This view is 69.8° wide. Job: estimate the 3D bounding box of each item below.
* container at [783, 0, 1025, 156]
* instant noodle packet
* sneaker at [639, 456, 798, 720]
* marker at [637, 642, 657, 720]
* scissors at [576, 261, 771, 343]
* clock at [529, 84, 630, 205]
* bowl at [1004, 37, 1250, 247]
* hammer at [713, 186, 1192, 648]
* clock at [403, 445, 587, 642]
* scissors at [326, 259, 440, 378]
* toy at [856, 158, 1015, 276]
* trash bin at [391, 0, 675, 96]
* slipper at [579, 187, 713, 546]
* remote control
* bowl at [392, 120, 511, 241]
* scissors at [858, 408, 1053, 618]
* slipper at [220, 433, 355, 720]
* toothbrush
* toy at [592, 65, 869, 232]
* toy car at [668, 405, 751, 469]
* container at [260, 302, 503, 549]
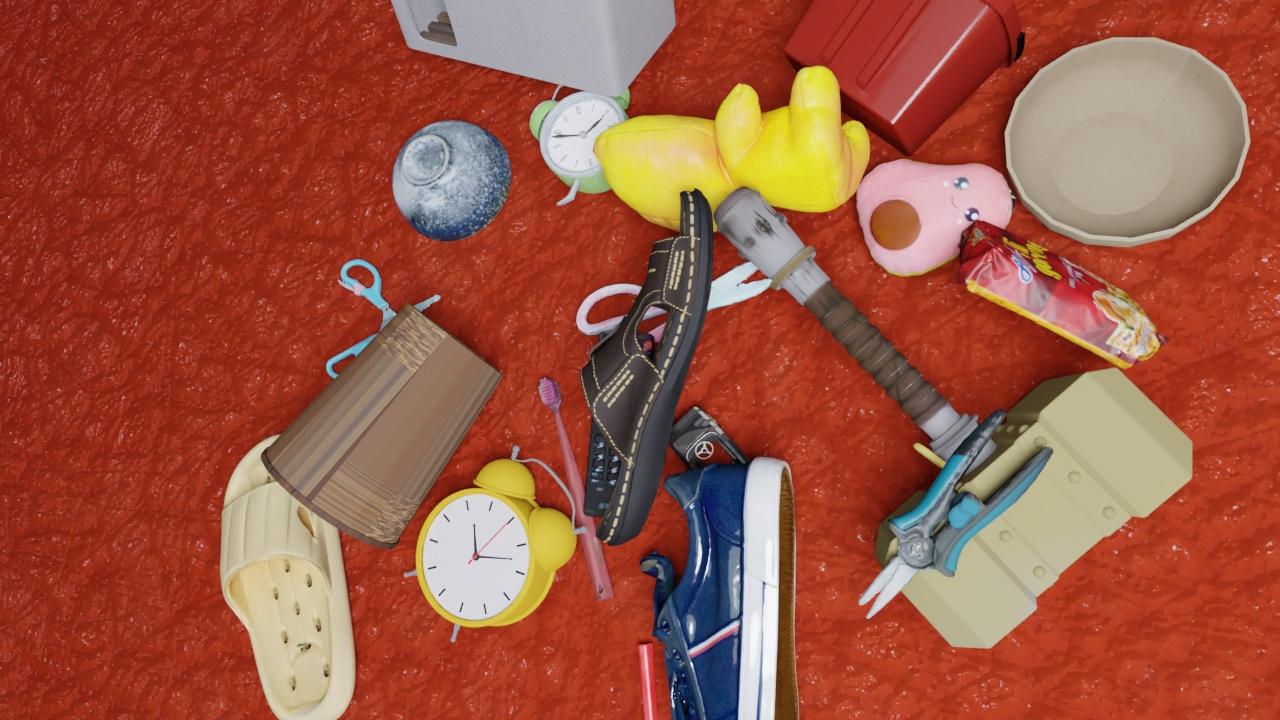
[{"bbox_3d":[0.219,-0.275,0.685,0.148,0.127,0.201,43,103,22],"label":"container"},{"bbox_3d":[0.278,-0.046,0.619,0.135,0.098,0.040,29,119,4],"label":"instant noodle packet"},{"bbox_3d":[0.046,0.216,0.647,0.127,0.120,0.294,-3,84,18],"label":"sneaker"},{"bbox_3d":[0.009,0.288,0.695,0.013,0.013,0.142,-9,76,16],"label":"marker"},{"bbox_3d":[0.027,-0.053,0.761,0.179,0.016,0.103,-34,72,10],"label":"scissors"},{"bbox_3d":[-0.047,-0.196,0.802,0.094,0.042,0.119,-19,73,12],"label":"clock"},{"bbox_3d":[0.341,-0.149,0.658,0.152,0.050,0.152,-4,77,18],"label":"bowl"},{"bbox_3d":[0.170,0.005,0.622,0.190,0.100,0.325,-43,80,5],"label":"hammer"},{"bbox_3d":[-0.117,0.149,0.747,0.152,0.052,0.113,-47,69,8],"label":"clock"},{"bbox_3d":[-0.249,-0.031,0.850,0.135,0.015,0.133,39,93,27],"label":"scissors"},{"bbox_3d":[0.221,-0.113,0.689,0.110,0.051,0.090,-15,79,12],"label":"toy"},{"bbox_3d":[-0.099,-0.330,0.788,0.229,0.115,0.114,20,59,21],"label":"trash bin"},{"bbox_3d":[-0.004,0.004,0.671,0.076,0.113,0.268,14,97,-3],"label":"slipper"},{"bbox_3d":[-0.016,0.052,0.742,0.047,0.022,0.150,4,84,14],"label":"remote control"},{"bbox_3d":[-0.182,-0.171,0.832,0.114,0.060,0.114,-4,77,19],"label":"bowl"},{"bbox_3d":[0.190,0.096,0.550,0.142,0.019,0.127,-8,86,12],"label":"scissors"},{"bbox_3d":[-0.318,0.188,0.791,0.111,0.079,0.261,-24,72,15],"label":"slipper"},{"bbox_3d":[-0.054,0.102,0.753,0.016,0.016,0.189,-20,73,13],"label":"toothbrush"},{"bbox_3d":[0.073,-0.144,0.702,0.194,0.134,0.087,-6,74,22],"label":"toy"},{"bbox_3d":[0.059,0.078,0.709,0.040,0.037,0.092,-44,69,5],"label":"toy car"},{"bbox_3d":[-0.204,0.049,0.761,0.132,0.132,0.167,36,85,22],"label":"container"}]
